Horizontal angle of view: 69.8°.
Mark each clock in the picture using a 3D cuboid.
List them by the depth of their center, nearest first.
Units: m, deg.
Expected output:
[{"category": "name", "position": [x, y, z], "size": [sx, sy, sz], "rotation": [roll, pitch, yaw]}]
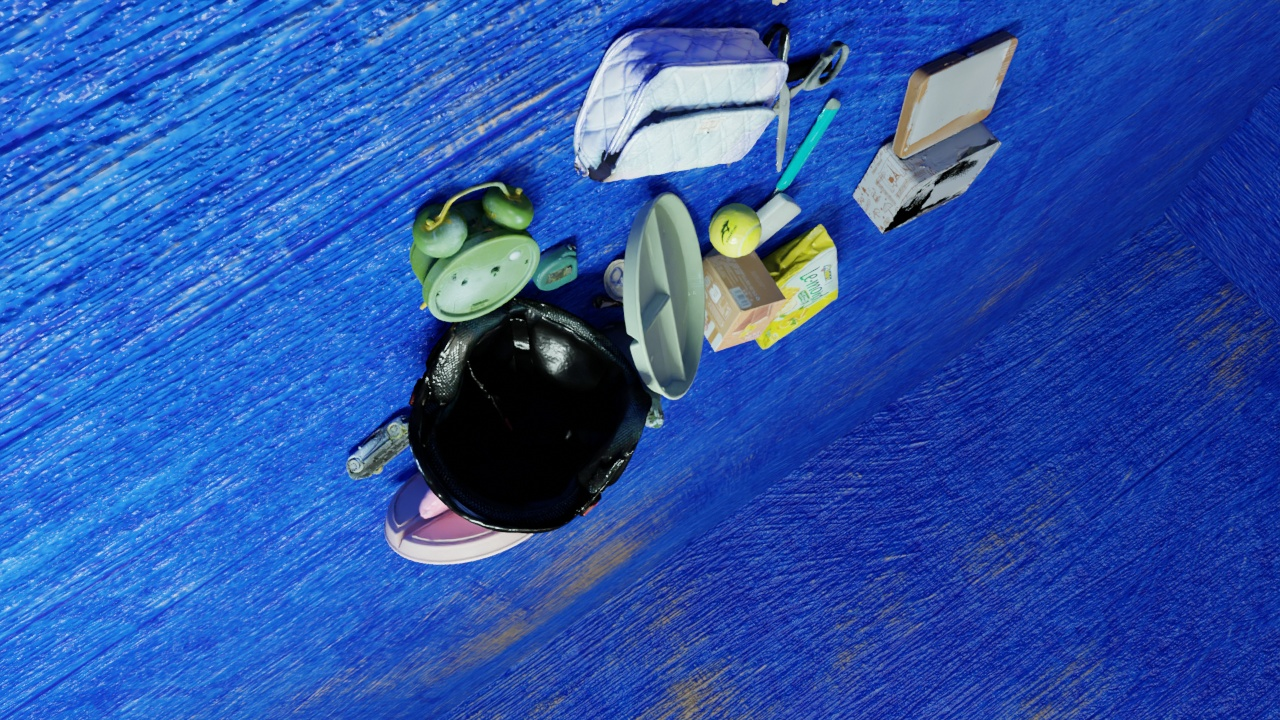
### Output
[{"category": "clock", "position": [-0.153, -0.103, 0.838], "size": [0.116, 0.056, 0.162], "rotation": [-26, 158, -28]}]

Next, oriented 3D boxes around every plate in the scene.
[{"category": "plate", "position": [0.028, -0.071, 1.024], "size": [0.027, 0.230, 0.230], "rotation": [0, 170, 20]}, {"category": "plate", "position": [-0.216, 0.176, 1.171], "size": [0.229, 0.230, 0.028], "rotation": [-25, 120, -27]}]

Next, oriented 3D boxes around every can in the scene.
[{"category": "can", "position": [0.014, -0.096, 1.123], "size": [0.053, 0.053, 0.134], "rotation": [-47, 157, 27]}]

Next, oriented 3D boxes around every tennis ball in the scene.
[{"category": "tennis ball", "position": [0.117, -0.160, 1.129], "size": [0.065, 0.065, 0.065], "rotation": [-31, 159, -13]}]

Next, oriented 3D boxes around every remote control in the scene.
[{"category": "remote control", "position": [0.143, -0.164, 1.214], "size": [0.150, 0.021, 0.058], "rotation": [-39, 157, 22]}]

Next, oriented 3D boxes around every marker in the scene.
[{"category": "marker", "position": [0.146, -0.296, 0.947], "size": [0.131, 0.020, 0.022], "rotation": [-23, 127, -29]}]

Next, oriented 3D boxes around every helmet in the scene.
[{"category": "helmet", "position": [-0.128, 0.069, 0.987], "size": [0.273, 0.233, 0.231], "rotation": [-58, -177, -31]}]

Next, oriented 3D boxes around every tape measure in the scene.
[{"category": "tape measure", "position": [-0.092, -0.098, 0.991], "size": [0.054, 0.025, 0.058], "rotation": [-31, 159, -17]}]

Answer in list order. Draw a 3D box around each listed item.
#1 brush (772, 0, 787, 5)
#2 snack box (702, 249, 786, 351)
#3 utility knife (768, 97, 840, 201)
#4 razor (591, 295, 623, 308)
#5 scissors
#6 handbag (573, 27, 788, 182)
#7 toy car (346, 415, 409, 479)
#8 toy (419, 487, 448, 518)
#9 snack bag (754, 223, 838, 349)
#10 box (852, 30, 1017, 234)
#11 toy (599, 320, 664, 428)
[{"category": "brush", "position": [0.196, -0.392, 0.795], "size": [0.254, 0.046, 0.083], "rotation": [-36, 156, -11]}, {"category": "snack box", "position": [0.123, -0.082, 1.213], "size": [0.076, 0.092, 0.095], "rotation": [-17, 155, -28]}, {"category": "utility knife", "position": [0.196, -0.251, 1.132], "size": [0.029, 0.013, 0.194], "rotation": [-18, 154, -33]}, {"category": "razor", "position": [-0.009, -0.077, 1.175], "size": [0.142, 0.022, 0.043], "rotation": [-10, 146, -49]}, {"category": "scissors", "position": [0.152, -0.270, 0.950], "size": [0.159, 0.014, 0.177], "rotation": [-28, 142, -20]}, {"category": "handbag", "position": [0.040, -0.230, 0.838], "size": [0.193, 0.075, 0.134], "rotation": [-18, 154, -39]}, {"category": "toy car", "position": [-0.304, 0.101, 1.081], "size": [0.106, 0.031, 0.049], "rotation": [-40, 159, 7]}, {"category": "toy", "position": [-0.211, 0.125, 1.156], "size": [0.179, 0.074, 0.194], "rotation": [-9, -147, 42]}, {"category": "snack bag", "position": [0.221, -0.112, 1.401], "size": [0.158, 0.068, 0.246], "rotation": [-36, 160, 1]}, {"category": "box", "position": [0.414, -0.306, 1.260], "size": [0.177, 0.088, 0.263], "rotation": [-27, 160, -21]}, {"category": "toy", "position": [-0.007, 0.007, 1.174], "size": [0.355, 0.138, 0.091], "rotation": [-77, -173, -76]}]
